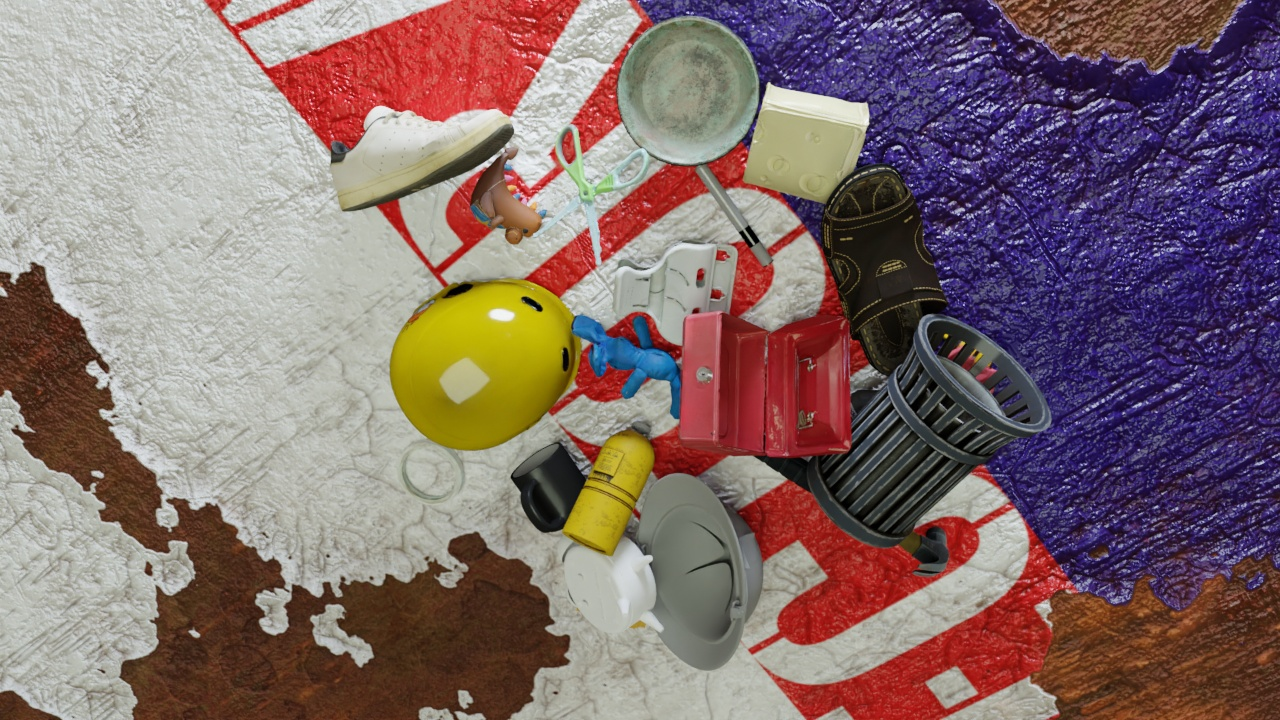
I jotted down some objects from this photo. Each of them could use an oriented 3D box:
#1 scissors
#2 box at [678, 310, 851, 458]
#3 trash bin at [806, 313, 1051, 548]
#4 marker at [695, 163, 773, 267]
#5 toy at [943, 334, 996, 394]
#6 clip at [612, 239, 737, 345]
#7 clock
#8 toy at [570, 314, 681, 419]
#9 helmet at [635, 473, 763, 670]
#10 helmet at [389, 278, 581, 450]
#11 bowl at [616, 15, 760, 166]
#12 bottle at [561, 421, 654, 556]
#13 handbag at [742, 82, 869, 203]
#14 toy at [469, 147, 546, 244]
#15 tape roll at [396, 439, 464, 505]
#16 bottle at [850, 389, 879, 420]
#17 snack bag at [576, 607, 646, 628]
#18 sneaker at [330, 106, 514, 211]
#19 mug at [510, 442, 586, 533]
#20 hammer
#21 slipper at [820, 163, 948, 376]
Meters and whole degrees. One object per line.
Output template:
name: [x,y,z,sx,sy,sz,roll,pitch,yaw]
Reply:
scissors: [-0.058,-0.192,1.050,0.174,0.022,0.171,-15,86,21]
box: [0.124,0.029,1.032,0.168,0.154,0.157,5,77,-21]
trash bin: [0.302,0.088,1.012,0.164,0.163,0.228,33,124,-2]
marker: [0.109,-0.169,1.064,0.016,0.016,0.140,-33,100,18]
toy: [0.372,0.015,1.069,0.084,0.046,0.103,19,105,14]
clip: [0.039,-0.082,1.088,0.142,0.072,0.125,6,107,-3]
clock: [-0.048,0.288,1.186,0.161,0.072,0.125,10,115,46]
toy: [-0.007,0.006,1.105,0.176,0.112,0.071,32,125,-11]
helmet: [0.095,0.250,1.160,0.183,0.117,0.271,23,120,40]
helmet: [-0.197,0.013,1.113,0.240,0.139,0.209,-27,102,17]
bowl: [0.054,-0.297,1.017,0.157,0.038,0.158,3,109,9]
bottle: [-0.031,0.153,1.139,0.071,0.071,0.163,26,71,0]
handbag: [0.180,-0.232,0.996,0.119,0.081,0.111,13,123,2]
toy: [-0.151,-0.195,1.091,0.090,0.070,0.103,29,88,-14]
tape roll: [-0.285,0.152,1.243,0.093,0.013,0.093,3,109,9]
bottle: [0.253,0.060,1.106,0.110,0.036,0.036,-29,102,18]
snack bag: [-0.040,0.346,1.264,0.099,0.020,0.026,11,115,5]
sneaker: [-0.262,-0.256,1.068,0.242,0.088,0.102,-18,97,19]
mug: [-0.116,0.170,1.166,0.078,0.113,0.088,-28,102,26]
hammer: [0.228,0.157,1.115,0.333,0.117,0.025,32,113,4]
slipper: [0.270,-0.086,1.005,0.113,0.075,0.268,-15,121,9]
